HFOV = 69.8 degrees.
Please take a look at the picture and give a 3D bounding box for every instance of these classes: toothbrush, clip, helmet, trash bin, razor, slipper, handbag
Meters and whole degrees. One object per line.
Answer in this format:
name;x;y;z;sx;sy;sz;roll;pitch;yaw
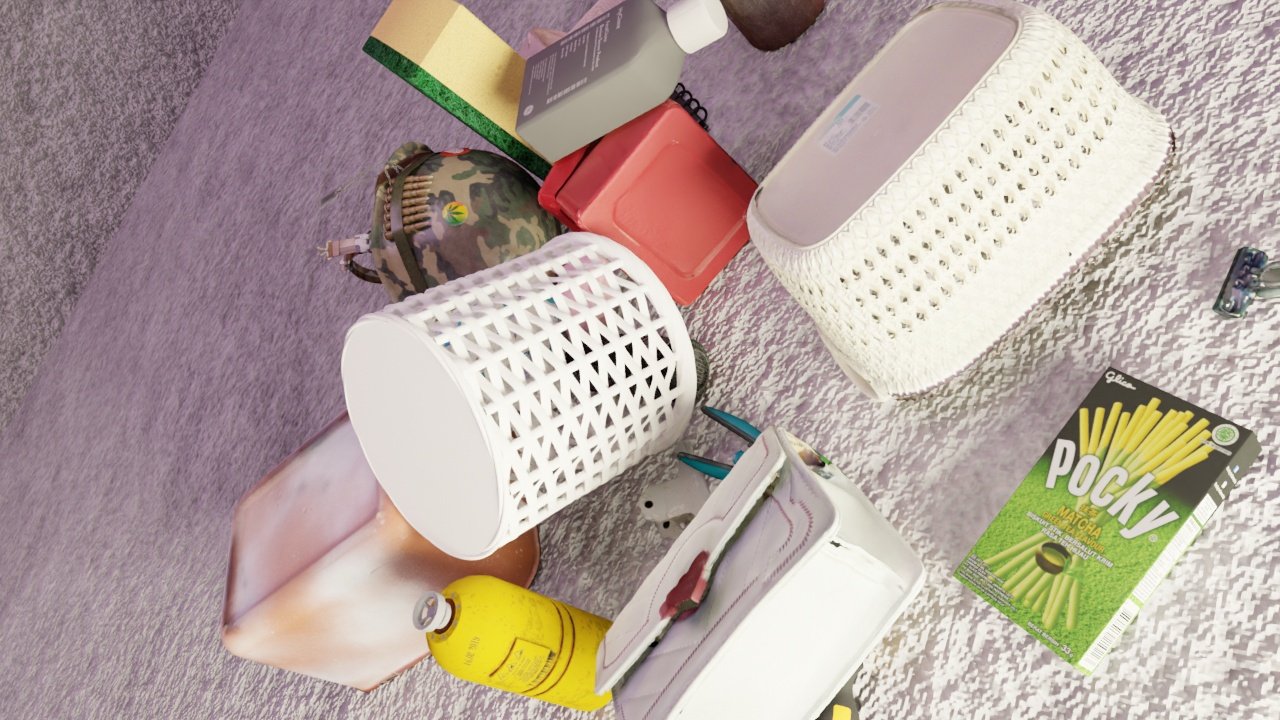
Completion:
toothbrush;0.122;0.184;0.553;0.031;0.031;0.196;14;65;2
clip;0.027;0.107;0.693;0.054;0.040;0.101;-31;44;9
helmet;-0.197;-0.114;0.928;0.237;0.192;0.224;-29;75;15
trash bin;-0.237;0.156;0.821;0.260;0.157;0.181;-34;45;22
razor;0.371;-0.032;0.458;0.144;0.022;0.042;18;79;48
slipper;-0.101;-0.364;1.098;0.240;0.064;0.094;-42;43;14
handbag;0.060;0.148;0.569;0.199;0.096;0.142;-55;23;10

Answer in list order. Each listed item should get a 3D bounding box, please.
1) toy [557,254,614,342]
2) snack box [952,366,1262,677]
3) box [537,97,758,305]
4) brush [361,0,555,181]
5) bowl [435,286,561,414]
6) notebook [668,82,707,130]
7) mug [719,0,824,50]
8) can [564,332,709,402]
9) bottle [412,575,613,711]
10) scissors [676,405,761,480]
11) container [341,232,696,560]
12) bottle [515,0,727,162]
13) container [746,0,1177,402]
toy;-0.049;-0.070;0.855;0.099;0.052;0.096;-103;26;-42
snack box;0.248;0.084;0.497;0.147;0.025;0.080;-54;41;2
box;0.015;-0.134;0.768;0.117;0.157;0.135;28;87;44
brush;-0.136;-0.252;0.889;0.075;0.250;0.195;-54;36;5
bowl;-0.126;0.003;0.845;0.144;0.143;0.074;-38;72;20
notebook;-0.028;-0.248;0.987;0.169;0.019;0.231;-44;42;15
mug;0.098;-0.356;0.867;0.123;0.110;0.096;-3;57;43
can;-0.005;0.005;0.771;0.138;0.054;0.054;5;68;46
bottle;-0.086;0.195;0.642;0.071;0.163;0.071;-24;50;32
scissors;0.084;0.076;0.664;0.151;0.019;0.130;-27;53;23
container;-0.088;0.021;0.679;0.190;0.189;0.186;5;25;46
bottle;-0.015;-0.226;0.702;0.174;0.046;0.083;-19;53;33
container;0.189;-0.108;0.589;0.252;0.143;0.184;-47;27;10
